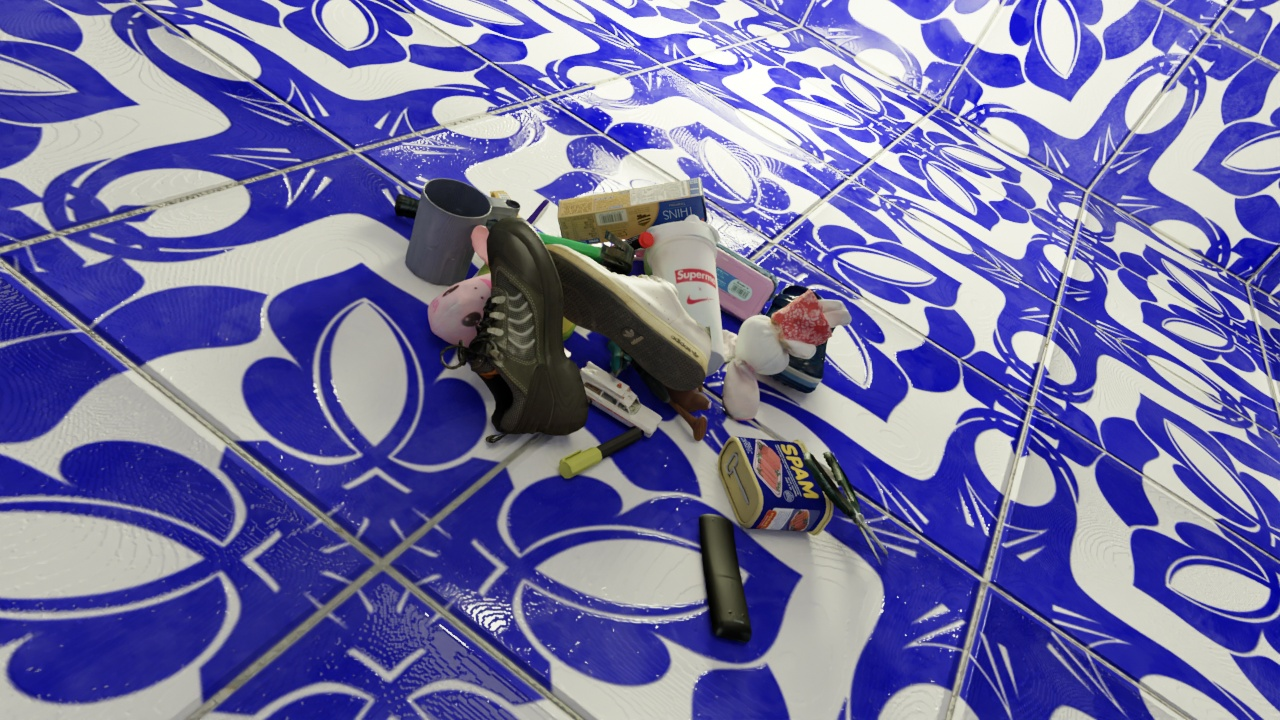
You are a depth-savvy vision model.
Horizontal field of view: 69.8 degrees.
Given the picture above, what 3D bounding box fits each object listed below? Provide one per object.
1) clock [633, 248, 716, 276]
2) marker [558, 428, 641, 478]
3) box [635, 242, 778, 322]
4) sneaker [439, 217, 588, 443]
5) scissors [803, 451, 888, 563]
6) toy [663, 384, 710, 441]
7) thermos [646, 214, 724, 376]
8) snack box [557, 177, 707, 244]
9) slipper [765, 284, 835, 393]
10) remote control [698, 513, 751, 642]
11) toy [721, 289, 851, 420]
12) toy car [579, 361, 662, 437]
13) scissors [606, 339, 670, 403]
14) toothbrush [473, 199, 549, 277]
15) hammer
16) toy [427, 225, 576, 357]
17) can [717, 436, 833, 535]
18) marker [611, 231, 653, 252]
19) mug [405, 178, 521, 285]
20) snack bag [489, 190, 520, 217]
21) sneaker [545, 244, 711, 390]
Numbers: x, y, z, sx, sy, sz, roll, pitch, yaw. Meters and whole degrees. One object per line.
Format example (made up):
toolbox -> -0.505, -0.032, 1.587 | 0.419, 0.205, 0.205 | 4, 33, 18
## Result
clock -> 0.050, -0.135, 1.303 | 0.119, 0.042, 0.094 | 38, 79, 10
marker -> -0.042, 0.097, 0.991 | 0.021, 0.018, 0.123 | 42, 36, 20
box -> 0.097, -0.137, 1.375 | 0.214, 0.089, 0.092 | 32, -4, 8
sneaker -> -0.153, -0.024, 0.960 | 0.142, 0.101, 0.238 | -15, 91, -26
scissors -> 0.222, 0.140, 1.037 | 0.202, 0.015, 0.201 | 50, 13, -28
toy -> 0.055, 0.046, 1.104 | 0.054, 0.042, 0.102 | -28, 50, -25
thermos -> 0.064, -0.087, 1.199 | 0.099, 0.100, 0.220 | 9, 56, -24
snack box -> -0.011, -0.207, 1.295 | 0.207, 0.057, 0.056 | -7, 39, 6
slipper -> 0.223, -0.052, 1.300 | 0.105, 0.095, 0.252 | 28, 32, -3
remote control -> 0.084, 0.213, 0.920 | 0.041, 0.020, 0.151 | 17, 34, -16
toy -> 0.172, -0.024, 1.171 | 0.084, 0.194, 0.159 | 49, 14, -42
toy car -> -0.026, 0.043, 1.053 | 0.113, 0.039, 0.039 | 31, 34, 6
scissors -> -0.009, 0.006, 1.107 | 0.124, 0.019, 0.155 | 38, 15, 5
toothbrush -> -0.170, -0.135, 1.133 | 0.016, 0.015, 0.186 | 36, 68, 10
hammer -> -0.163, -0.166, 1.208 | 0.318, 0.130, 0.032 | 13, 81, -7
toy -> -0.142, -0.076, 1.091 | 0.237, 0.088, 0.190 | -31, 86, -45
can -> 0.148, 0.138, 1.029 | 0.092, 0.057, 0.116 | 7, 39, -24
marker -> -0.016, -0.154, 1.255 | 0.023, 0.145, 0.021 | 35, 76, -17
mug -> -0.219, -0.155, 1.129 | 0.123, 0.104, 0.083 | 0, 42, -34
snack bag -> -0.189, -0.210, 1.296 | 0.026, 0.020, 0.099 | -4, 45, -30
sneaker -> -0.010, -0.070, 1.064 | 0.241, 0.089, 0.102 | 37, 52, -11
